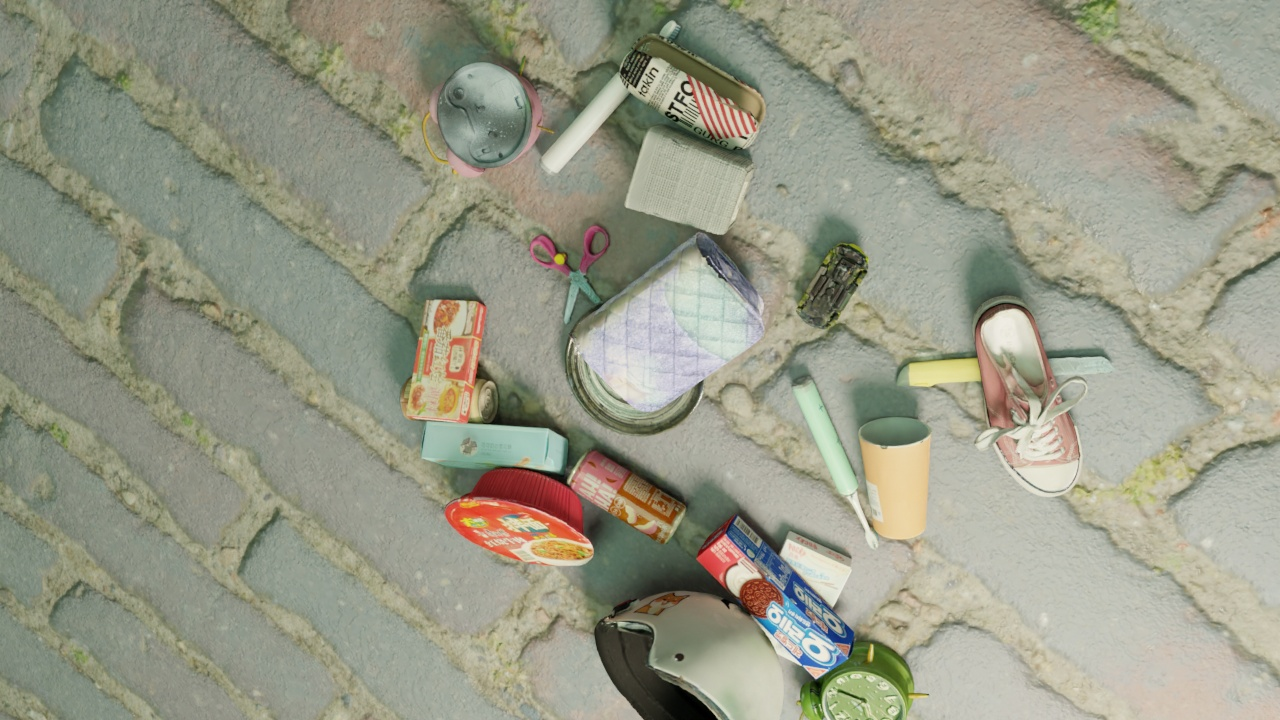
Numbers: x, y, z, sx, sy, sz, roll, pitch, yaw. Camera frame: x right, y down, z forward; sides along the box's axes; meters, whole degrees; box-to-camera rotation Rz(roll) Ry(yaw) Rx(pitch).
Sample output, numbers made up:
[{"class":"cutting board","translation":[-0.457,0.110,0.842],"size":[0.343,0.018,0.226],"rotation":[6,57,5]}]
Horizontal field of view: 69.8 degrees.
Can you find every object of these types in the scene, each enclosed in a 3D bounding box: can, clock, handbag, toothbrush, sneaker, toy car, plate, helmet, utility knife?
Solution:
[{"class":"can","translation":[-0.017,0.170,1.147],"size":[0.147,0.057,0.058],"rotation":[30,112,7]},{"class":"clock","translation":[-0.186,-0.278,1.066],"size":[0.159,0.059,0.117],"rotation":[-17,101,20]},{"class":"handbag","translation":[0.034,-0.039,1.028],"size":[0.194,0.075,0.134],"rotation":[-35,114,23]},{"class":"toothbrush","translation":[0.232,0.122,1.072],"size":[0.027,0.027,0.224],"rotation":[-20,99,35]},{"class":"sneaker","translation":[0.402,0.052,0.954],"size":[0.118,0.087,0.241],"rotation":[-15,112,22]},{"class":"toy car","translation":[0.213,-0.083,1.015],"size":[0.048,0.032,0.105],"rotation":[30,124,7]},{"class":"toothbrush","translation":[-0.036,-0.294,1.031],"size":[0.221,0.026,0.026],"rotation":[-43,65,23]},{"class":"clock","translation":[0.266,0.422,1.136],"size":[0.116,0.056,0.161],"rotation":[42,114,3]},{"class":"plate","translation":[-0.007,0.007,1.115],"size":[0.179,0.024,0.179],"rotation":[4,107,14]},{"class":"can","translation":[-0.247,0.051,1.184],"size":[0.116,0.058,0.058],"rotation":[2,107,17]},{"class":"helmet","translation":[0.073,0.370,1.110],"size":[0.230,0.156,0.275],"rotation":[61,158,-7]},{"class":"utility knife","translation":[0.391,0.011,0.993],"size":[0.221,0.022,0.031],"rotation":[-2,110,24]}]

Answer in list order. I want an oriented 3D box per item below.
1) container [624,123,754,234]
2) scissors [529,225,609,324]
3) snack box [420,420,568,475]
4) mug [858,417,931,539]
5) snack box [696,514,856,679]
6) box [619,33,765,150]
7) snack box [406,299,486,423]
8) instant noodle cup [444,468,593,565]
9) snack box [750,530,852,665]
[{"class":"container","translation":[0.057,-0.195,1.000],"size":[0.114,0.090,0.090],"rotation":[21,111,8]},{"class":"scissors","translation":[-0.073,-0.108,1.106],"size":[0.130,0.017,0.133],"rotation":[-39,96,21]},{"class":"snack box","translation":[-0.185,0.112,1.167],"size":[0.175,0.074,0.051],"rotation":[2,76,17]},{"class":"mug","translation":[0.289,0.135,1.034],"size":[0.078,0.078,0.123],"rotation":[-2,110,18]},{"class":"snack box","translation":[0.163,0.281,1.096],"size":[0.207,0.057,0.058],"rotation":[45,117,2]},{"class":"box","translation":[0.058,-0.292,0.989],"size":[0.163,0.083,0.075],"rotation":[26,149,-4]},{"class":"snack box","translation":[-0.242,0.000,1.148],"size":[0.075,0.025,0.152],"rotation":[4,78,18]},{"class":"instant noodle cup","translation":[-0.145,0.193,1.157],"size":[0.194,0.065,0.194],"rotation":[11,147,7]},{"class":"snack box","translation":[0.193,0.296,1.136],"size":[0.085,0.026,0.157],"rotation":[24,111,10]}]
